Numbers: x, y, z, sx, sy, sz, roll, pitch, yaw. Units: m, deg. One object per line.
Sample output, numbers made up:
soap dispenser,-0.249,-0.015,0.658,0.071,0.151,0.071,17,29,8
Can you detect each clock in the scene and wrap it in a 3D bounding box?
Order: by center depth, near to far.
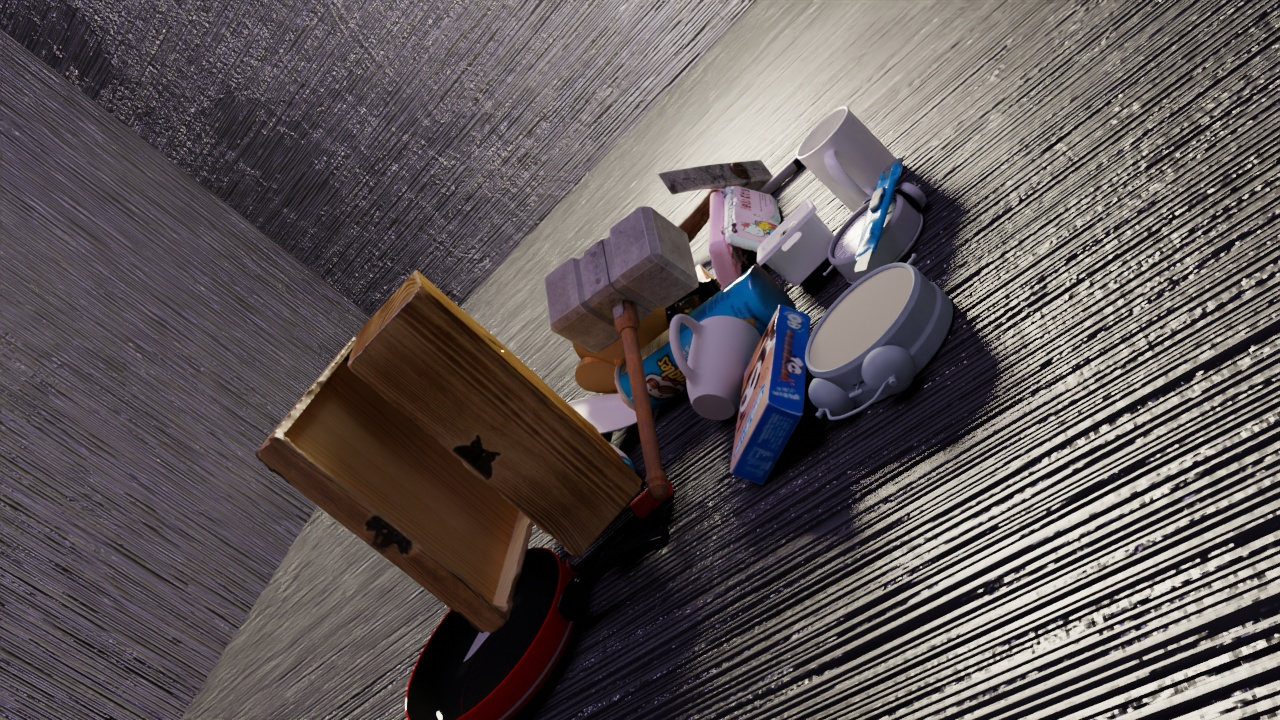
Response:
clock,0.189,-0.014,0.748,0.123,0.045,0.158,-32,23,48
clock,0.233,-0.129,0.898,0.122,0.035,0.095,-57,18,-20

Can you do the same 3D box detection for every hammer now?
hammer,-0.006,0.005,0.965,0.163,0.083,0.317,-33,49,28
hammer,0.039,-0.181,1.367,0.217,0.037,0.302,-17,-22,-44

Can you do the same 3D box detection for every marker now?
marker,-0.023,0.171,0.936,0.145,0.021,0.023,-44,-5,20
marker,0.200,-0.263,1.300,0.139,0.022,0.016,-40,24,26

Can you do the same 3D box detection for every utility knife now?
utility knife,0.222,-0.137,0.858,0.031,0.015,0.173,-38,21,47

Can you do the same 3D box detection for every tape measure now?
tape measure,0.067,-0.060,1.092,0.072,0.071,0.042,-20,-13,26

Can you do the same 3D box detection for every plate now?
plate,-0.051,0.069,1.124,0.134,0.011,0.134,-8,17,2

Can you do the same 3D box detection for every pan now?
pan,-0.093,0.245,0.875,0.357,0.067,0.208,-31,23,30

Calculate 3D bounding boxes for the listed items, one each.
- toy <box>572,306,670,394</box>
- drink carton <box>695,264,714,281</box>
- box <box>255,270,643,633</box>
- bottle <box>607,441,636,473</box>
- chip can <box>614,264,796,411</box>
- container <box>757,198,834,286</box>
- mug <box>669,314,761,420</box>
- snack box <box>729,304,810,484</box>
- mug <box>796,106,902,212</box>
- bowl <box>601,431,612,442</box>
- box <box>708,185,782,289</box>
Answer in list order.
toy,-0.032,-0.072,1.222,0.199,0.162,0.202,99,176,-45
drink carton,0.076,-0.077,1.180,0.058,0.041,0.122,-46,18,13
box,-0.189,0.078,0.920,0.215,0.279,0.257,-49,17,-1
bottle,-0.035,0.122,1.017,0.051,0.051,0.146,-51,17,-6
chip can,0.068,-0.021,1.027,0.230,0.080,0.079,-35,22,39
container,0.171,-0.125,0.989,0.081,0.049,0.129,-45,4,15
mug,0.067,0.002,0.919,0.071,0.107,0.089,-29,34,43
snack box,0.116,0.027,0.813,0.151,0.034,0.087,-72,3,-52
mug,0.226,-0.209,0.993,0.074,0.090,0.110,-39,19,31
bowl,-0.088,0.109,1.139,0.114,0.061,0.114,-6,16,2
box,0.140,-0.170,1.185,0.095,0.088,0.201,-14,28,13
